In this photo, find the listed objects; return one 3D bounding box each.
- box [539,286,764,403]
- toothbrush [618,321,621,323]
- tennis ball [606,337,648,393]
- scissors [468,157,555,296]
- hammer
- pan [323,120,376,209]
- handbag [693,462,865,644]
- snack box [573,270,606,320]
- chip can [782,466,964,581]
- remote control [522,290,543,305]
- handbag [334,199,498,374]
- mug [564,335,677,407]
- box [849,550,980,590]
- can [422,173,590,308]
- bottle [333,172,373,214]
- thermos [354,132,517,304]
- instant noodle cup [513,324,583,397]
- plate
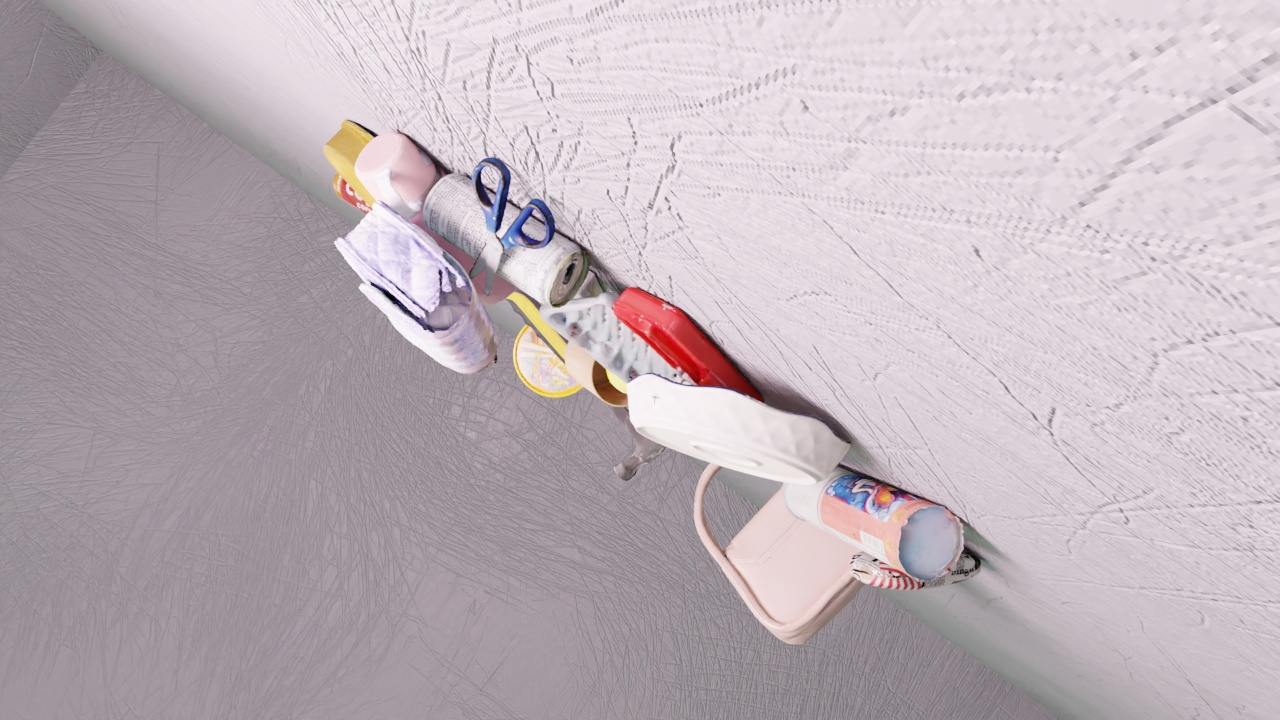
[{"bbox_3d":[0.017,-0.006,0.853,0.161,0.058,0.201,12,162,35],"label":"box"},{"bbox_3d":[0.032,-0.001,0.996,0.191,0.018,0.016,38,173,-28],"label":"toothbrush"},{"bbox_3d":[-0.006,0.006,1.027,0.065,0.065,0.065,35,174,4],"label":"tennis ball"},{"bbox_3d":[-0.120,-0.103,0.730,0.173,0.012,0.133,1,130,49],"label":"scissors"},{"bbox_3d":[-0.079,0.006,1.246,0.323,0.126,0.031,49,-165,0],"label":"hammer"},{"bbox_3d":[-0.199,-0.133,1.033,0.357,0.078,0.198,47,170,-22],"label":"pan"},{"bbox_3d":[0.163,0.195,1.085,0.234,0.193,0.093,41,172,28],"label":"handbag"},{"bbox_3d":[-0.077,-0.079,0.927,0.085,0.027,0.157,34,174,10],"label":"snack box"},{"bbox_3d":[0.219,0.150,0.895,0.071,0.071,0.215,37,174,-18],"label":"chip can"},{"bbox_3d":[-0.123,-0.086,1.142,0.136,0.024,0.053,38,168,-14],"label":"remote control"},{"bbox_3d":[-0.196,-0.057,0.833,0.134,0.075,0.194,41,171,7],"label":"handbag"},{"bbox_3d":[-0.021,0.006,1.116,0.124,0.084,0.103,8,-172,-25],"label":"mug"},{"bbox_3d":[0.276,0.203,0.918,0.164,0.052,0.069,6,-167,-39],"label":"box"},{"bbox_3d":[-0.117,-0.104,0.792,0.147,0.058,0.058,33,174,18],"label":"can"},{"bbox_3d":[-0.315,-0.197,1.160,0.175,0.057,0.057,32,174,28],"label":"bottle"},{"bbox_3d":[-0.187,-0.127,0.877,0.198,0.067,0.087,51,-166,-50],"label":"thermos"},{"bbox_3d":[-0.116,-0.008,1.328,0.118,0.118,0.114,35,-178,1],"label":"instant noodle cup"},{"bbox_3d":[0.082,0.066,0.826,0.205,0.045,0.205,16,169,3],"label":"plate"}]
